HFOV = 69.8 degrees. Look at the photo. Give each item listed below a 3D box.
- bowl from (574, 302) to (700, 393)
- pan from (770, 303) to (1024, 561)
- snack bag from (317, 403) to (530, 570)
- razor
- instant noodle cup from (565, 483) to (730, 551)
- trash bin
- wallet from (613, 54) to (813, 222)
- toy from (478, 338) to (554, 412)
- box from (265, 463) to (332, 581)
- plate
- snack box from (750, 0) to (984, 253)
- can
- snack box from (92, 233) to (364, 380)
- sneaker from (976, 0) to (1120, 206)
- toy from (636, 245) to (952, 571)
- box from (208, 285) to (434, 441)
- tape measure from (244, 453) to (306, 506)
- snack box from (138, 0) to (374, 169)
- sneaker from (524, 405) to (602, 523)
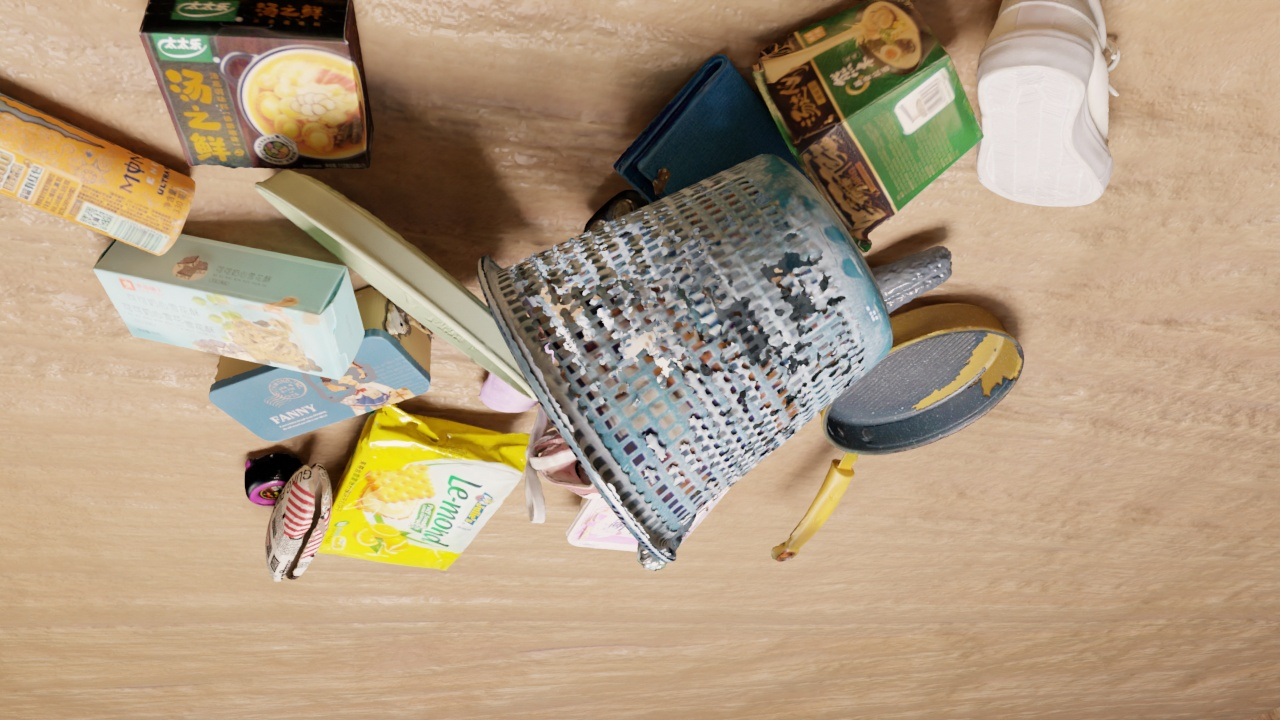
[{"bbox_3d":[-0.005,0.005,0.795,0.113,0.062,0.114,2,138,1],"label":"bowl"},{"bbox_3d":[0.230,0.085,0.921,0.197,0.078,0.359,10,136,-30],"label":"pan"},{"bbox_3d":[-0.228,0.128,0.924,0.158,0.068,0.247,15,137,-26],"label":"snack bag"},{"bbox_3d":[0.032,-0.077,0.716,0.167,0.067,0.062,21,134,-41],"label":"razor"},{"bbox_3d":[0.005,0.140,0.989,0.138,0.060,0.174,9,140,-21],"label":"instant noodle cup"},{"bbox_3d":[0.039,-0.019,0.584,0.195,0.226,0.226,-32,139,2],"label":"trash bin"},{"bbox_3d":[0.057,-0.133,0.648,0.106,0.040,0.133,-47,132,8],"label":"wallet"},{"bbox_3d":[-0.113,0.015,0.821,0.083,0.039,0.108,-1,148,-18],"label":"toy"},{"bbox_3d":[-0.328,0.159,0.893,0.060,0.071,0.165,21,136,-22],"label":"box"},{"bbox_3d":[-0.155,-0.050,0.621,0.027,0.230,0.230,-54,137,-9],"label":"plate"},{"bbox_3d":[0.148,-0.160,0.586,0.106,0.117,0.118,-31,140,20],"label":"snack box"},{"bbox_3d":[-0.368,-0.121,0.586,0.146,0.058,0.058,25,132,-35],"label":"can"},{"bbox_3d":[-0.295,-0.042,0.668,0.175,0.051,0.074,11,142,5],"label":"snack box"},{"bbox_3d":[0.274,-0.180,0.621,0.090,0.090,0.242,8,171,28],"label":"sneaker"},{"bbox_3d":[0.107,0.024,0.774,0.356,0.138,0.091,-46,119,-6],"label":"toy"},{"bbox_3d":[-0.269,0.006,0.767,0.184,0.062,0.090,-21,140,13],"label":"box"},{"bbox_3d":[-0.362,0.116,0.909,0.058,0.039,0.057,-27,148,13],"label":"tape measure"},{"bbox_3d":[-0.227,-0.177,0.553,0.113,0.053,0.126,-1,147,-8],"label":"snack box"},{"bbox_3d":[-0.060,0.084,0.822,0.088,0.118,0.241,4,176,-11],"label":"sneaker"}]
